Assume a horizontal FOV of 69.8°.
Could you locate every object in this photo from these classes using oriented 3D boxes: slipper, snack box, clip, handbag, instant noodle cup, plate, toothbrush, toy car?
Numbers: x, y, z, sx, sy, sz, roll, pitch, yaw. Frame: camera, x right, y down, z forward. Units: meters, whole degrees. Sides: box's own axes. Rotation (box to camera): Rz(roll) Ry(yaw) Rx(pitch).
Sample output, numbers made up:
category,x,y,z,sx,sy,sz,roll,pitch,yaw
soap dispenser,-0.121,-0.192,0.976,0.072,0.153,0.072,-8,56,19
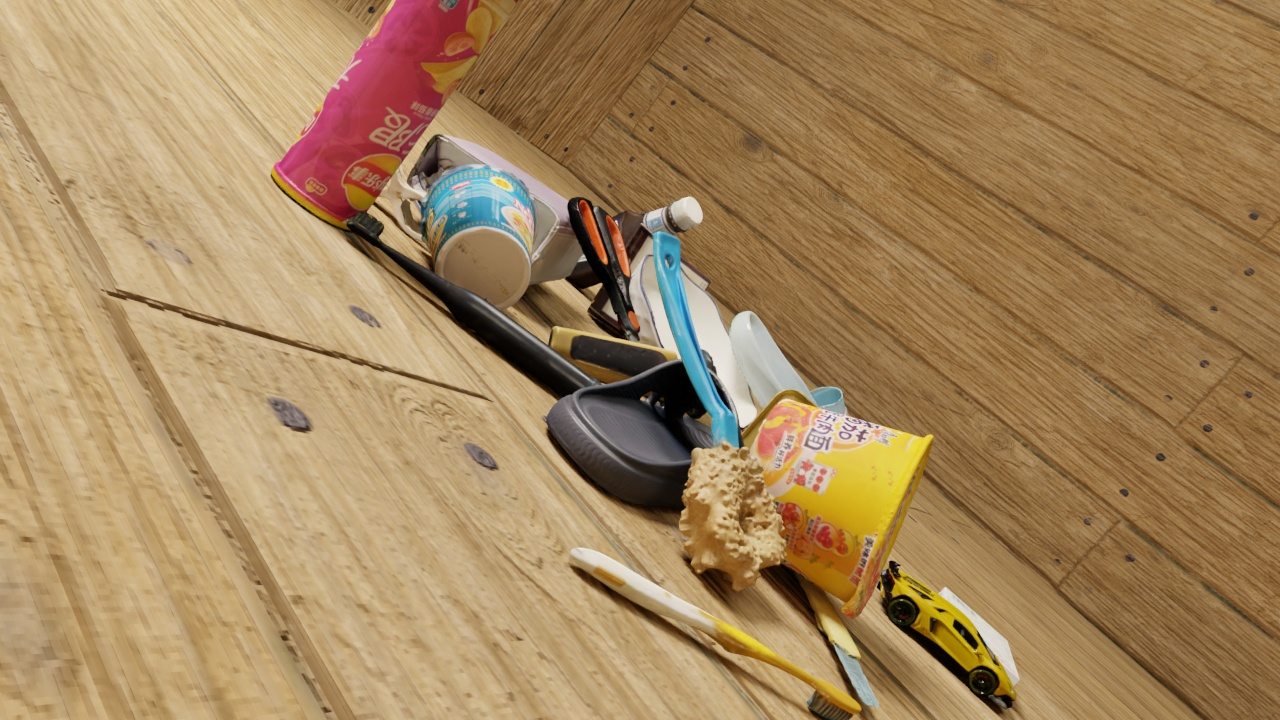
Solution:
category,x,y,z,sx,sy,sz,roll,pitch,yaw
slipper,0.034,0.052,0.667,0.110,0.083,0.267,45,12,24
snack box,0.330,0.276,0.915,0.084,0.027,0.156,42,10,16
clip,-0.202,-0.140,0.786,0.100,0.071,0.034,43,10,1
handbag,-0.131,-0.143,0.903,0.145,0.098,0.196,41,10,3
instant noodle cup,0.134,0.097,0.662,0.110,0.138,0.138,22,3,20
plate,0.048,-0.014,0.949,0.205,0.046,0.204,45,28,-32
slipper,0.182,0.047,0.997,0.245,0.074,0.103,58,22,2
toothbrush,0.040,0.142,0.464,0.191,0.018,0.016,33,9,-20
toothbrush,-0.118,-0.035,0.656,0.212,0.027,0.026,38,-28,-10
toy car,0.273,0.242,0.816,0.156,0.041,0.071,42,10,12
snack box,0.005,-0.081,1.068,0.125,0.113,0.053,35,-6,-29
instant noodle cup,-0.125,-0.089,0.718,0.099,0.099,0.109,34,18,-27

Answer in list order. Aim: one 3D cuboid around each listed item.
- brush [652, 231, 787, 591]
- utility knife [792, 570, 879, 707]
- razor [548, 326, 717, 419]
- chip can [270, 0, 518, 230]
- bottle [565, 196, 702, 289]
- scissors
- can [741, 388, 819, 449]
category,x,y,z,sx,sy,sz,roll,pitch,yaw
brush,0.041,0.026,0.602,0.083,0.046,0.254,14,54,-45
utility knife,0.130,0.177,0.629,0.031,0.022,0.210,33,4,-9
razor,-0.005,0.004,0.761,0.167,0.062,0.068,15,-14,-32
chip can,-0.170,-0.196,0.644,0.071,0.211,0.071,37,10,-8
bottle,-0.011,-0.150,1.131,0.044,0.195,0.079,32,51,-40
scissors,-0.025,-0.047,0.827,0.142,0.022,0.234,43,30,-48
can,0.135,0.081,0.860,0.057,0.102,0.083,43,7,24
